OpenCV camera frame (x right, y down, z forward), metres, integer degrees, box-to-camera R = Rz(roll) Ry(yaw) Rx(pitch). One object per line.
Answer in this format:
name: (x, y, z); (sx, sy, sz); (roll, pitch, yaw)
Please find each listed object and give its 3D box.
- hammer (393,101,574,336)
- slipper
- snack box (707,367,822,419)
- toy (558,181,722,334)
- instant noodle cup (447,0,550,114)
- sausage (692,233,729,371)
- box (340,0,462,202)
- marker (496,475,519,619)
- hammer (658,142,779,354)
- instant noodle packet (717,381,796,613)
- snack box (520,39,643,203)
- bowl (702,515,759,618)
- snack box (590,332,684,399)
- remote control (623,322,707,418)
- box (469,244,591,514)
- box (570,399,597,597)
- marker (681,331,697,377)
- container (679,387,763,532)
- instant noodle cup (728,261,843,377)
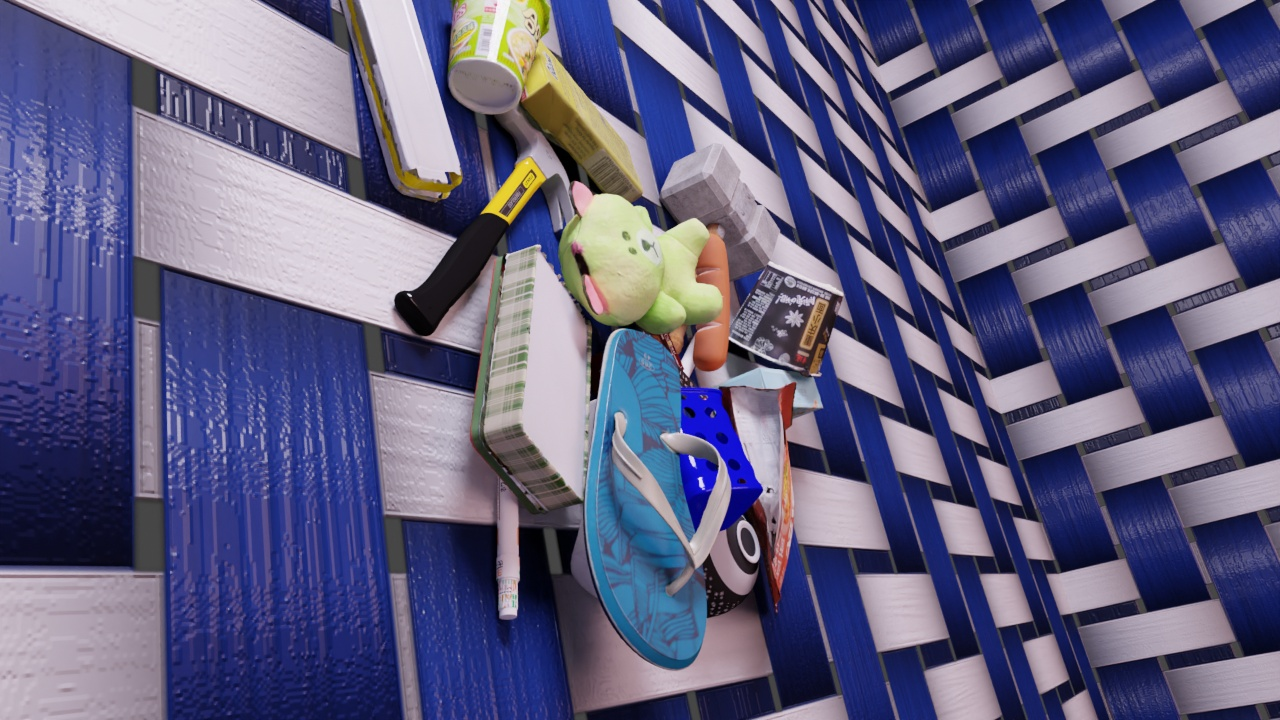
hammer: (-0.134, -0.122, 0.823); (0.127, 0.029, 0.322); (53, 32, -23)
slipper: (0.013, 0.090, 0.728); (0.118, 0.060, 0.294); (21, 50, -30)
snack box: (0.159, 0.047, 1.144); (0.174, 0.075, 0.053); (5, 64, -59)
toy: (-0.010, -0.089, 0.888); (0.196, 0.107, 0.150); (8, 62, -42)
instant noodle cup: (-0.142, -0.300, 0.879); (0.099, 0.099, 0.107); (36, 49, -43)
sausage: (0.081, -0.066, 1.051); (0.044, 0.039, 0.164); (18, 67, -45)
box: (-0.207, -0.235, 0.783); (0.064, 0.037, 0.209); (-2, 71, -54)
marker: (-0.102, 0.124, 0.703); (0.017, 0.017, 0.145); (33, 43, -46)
hammer: (0.075, -0.114, 1.136); (0.163, 0.083, 0.316); (50, 40, -27)
instant noodle packet: (0.132, 0.152, 0.982); (0.164, 0.084, 0.220); (73, 14, -68)
snack box: (-0.069, -0.253, 0.992); (0.181, 0.045, 0.121); (43, 20, -42)
bowl: (0.079, 0.188, 0.911); (0.120, 0.066, 0.120); (39, 39, -40)
snack box: (-0.006, 0.005, 0.939); (0.140, 0.032, 0.051); (-24, 90, -62)
remote control: (0.030, 0.017, 0.937); (0.147, 0.015, 0.033); (47, 34, -31)
box: (-0.085, 0.012, 0.744); (0.118, 0.051, 0.205); (56, 23, -45)
box: (-0.023, 0.114, 0.783); (0.126, 0.085, 0.155); (45, 33, -22)
marker: (0.056, -0.002, 1.065); (0.020, 0.017, 0.133); (56, 30, -16)
container: (0.048, 0.095, 0.861); (0.085, 0.085, 0.113); (1, 51, -32)
instant noodle cup: (0.188, -0.056, 1.167); (0.137, 0.112, 0.137); (22, 11, -5)
